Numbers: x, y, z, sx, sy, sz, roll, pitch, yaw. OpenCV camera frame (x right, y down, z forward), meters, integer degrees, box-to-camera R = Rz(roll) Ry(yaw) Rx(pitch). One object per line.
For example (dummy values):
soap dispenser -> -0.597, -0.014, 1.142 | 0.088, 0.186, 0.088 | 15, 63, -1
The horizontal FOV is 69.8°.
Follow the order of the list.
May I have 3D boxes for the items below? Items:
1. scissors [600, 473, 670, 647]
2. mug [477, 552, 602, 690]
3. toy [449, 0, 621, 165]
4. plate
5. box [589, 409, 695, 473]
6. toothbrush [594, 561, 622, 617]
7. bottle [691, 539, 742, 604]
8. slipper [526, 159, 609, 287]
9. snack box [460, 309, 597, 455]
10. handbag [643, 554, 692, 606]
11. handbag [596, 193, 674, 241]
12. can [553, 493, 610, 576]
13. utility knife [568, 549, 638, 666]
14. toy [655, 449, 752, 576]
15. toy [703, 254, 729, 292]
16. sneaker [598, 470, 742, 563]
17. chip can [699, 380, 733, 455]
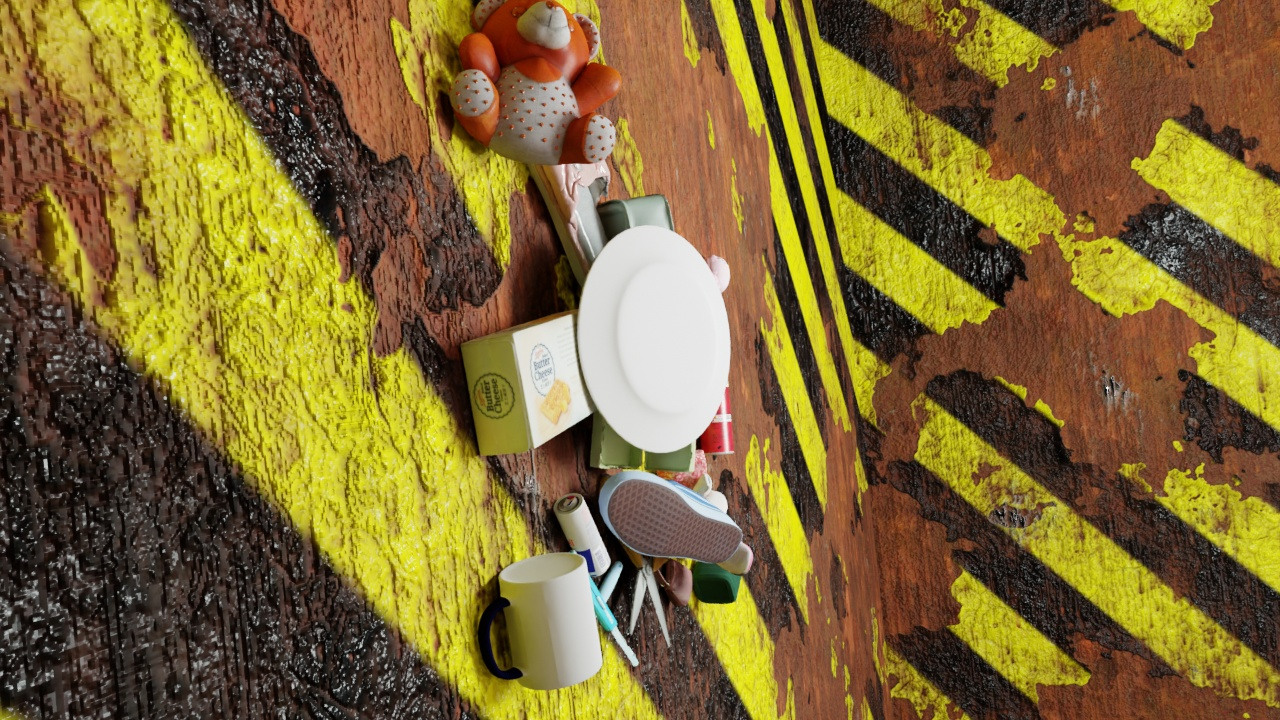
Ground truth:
scissors -> 0.001, 0.223, 1.087 | 0.224, 0.016, 0.230 | -67, 137, -59
mug -> -0.093, 0.234, 0.811 | 0.111, 0.079, 0.097 | -14, 98, -40
toy -> -0.098, -0.275, 0.873 | 0.093, 0.163, 0.172 | 142, -46, -62
plate -> 0.026, -0.024, 0.975 | 0.242, 0.016, 0.242 | 5, 83, -47
box -> 0.005, 0.033, 1.048 | 0.066, 0.127, 0.188 | 90, 2, -85
toothbrush -> -0.047, 0.266, 0.985 | 0.022, 0.016, 0.154 | 40, 32, -4
bottle -> 0.118, 0.286, 1.339 | 0.131, 0.061, 0.061 | -67, 147, -52
slipper -> -0.073, -0.201, 1.000 | 0.113, 0.054, 0.274 | -66, 142, -53
snack box -> -0.091, 0.012, 0.888 | 0.207, 0.058, 0.104 | -29, 111, -68
handbag -> 0.031, 0.267, 1.178 | 0.119, 0.029, 0.055 | 55, 33, -42
handbag -> -0.005, -0.136, 1.096 | 0.067, 0.106, 0.122 | -15, 99, -27
can -> -0.060, 0.183, 0.953 | 0.032, 0.032, 0.095 | -67, 145, -51
utility knife -> -0.039, 0.265, 0.968 | 0.162, 0.015, 0.022 | 61, 35, -24
toy -> 0.074, 0.185, 1.216 | 0.084, 0.159, 0.194 | -21, 96, -23
toy -> 0.118, -0.133, 1.484 | 0.063, 0.047, 0.109 | 63, 31, -23
sneaker -> 0.017, 0.174, 1.071 | 0.241, 0.098, 0.083 | 31, 92, -46
chip can -> 0.109, 0.036, 1.402 | 0.051, 0.052, 0.214 | 8, 77, -68
